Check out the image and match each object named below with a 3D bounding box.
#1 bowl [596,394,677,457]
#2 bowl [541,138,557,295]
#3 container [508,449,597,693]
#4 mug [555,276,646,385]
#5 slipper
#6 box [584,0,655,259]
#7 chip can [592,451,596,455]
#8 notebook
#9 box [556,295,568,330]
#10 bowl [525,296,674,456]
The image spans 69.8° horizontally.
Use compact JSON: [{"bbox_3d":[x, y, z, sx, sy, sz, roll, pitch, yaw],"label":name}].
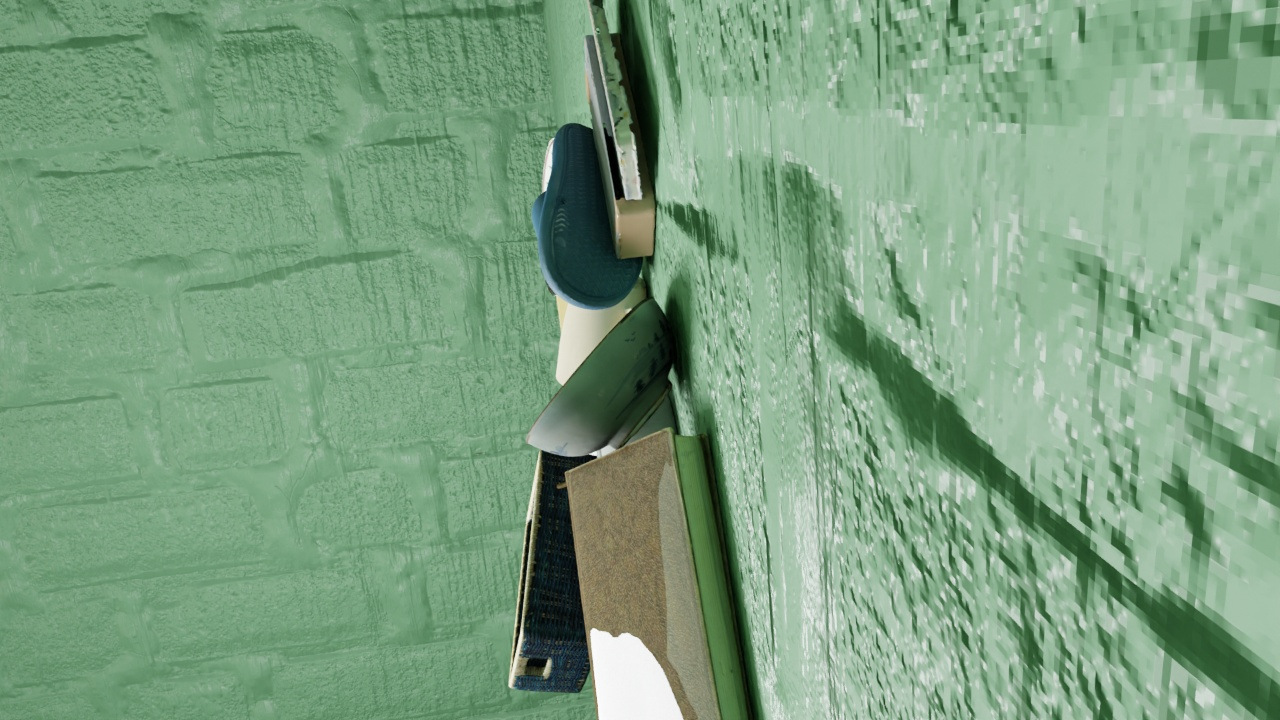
[{"bbox_3d":[-0.004,0.094,0.800,0.132,0.064,0.132,172,92,-85],"label":"bowl"},{"bbox_3d":[-0.068,-0.163,1.052,0.177,0.070,0.177,178,91,-75],"label":"bowl"},{"bbox_3d":[-0.074,0.198,0.864,0.146,0.071,0.187,107,168,-50],"label":"container"},{"bbox_3d":[-0.024,-0.024,0.846,0.111,0.085,0.104,31,121,47],"label":"mug"},{"bbox_3d":[-0.048,-0.127,0.820,0.059,0.103,0.213,-41,36,41],"label":"slipper"},{"bbox_3d":[-0.019,-0.207,0.758,0.149,0.043,0.216,99,164,-58],"label":"box"},{"bbox_3d":[-0.020,0.119,1.013,0.062,0.062,0.210,-134,38,-81],"label":"chip can"},{"bbox_3d":[-0.005,0.166,0.632,0.191,0.034,0.215,-27,67,52],"label":"notebook"},{"bbox_3d":[-0.062,-0.055,1.202,0.261,0.096,0.247,81,180,-56],"label":"box"},{"bbox_3d":[-0.017,0.025,0.692,0.057,0.150,0.151,41,167,7],"label":"bowl"}]
